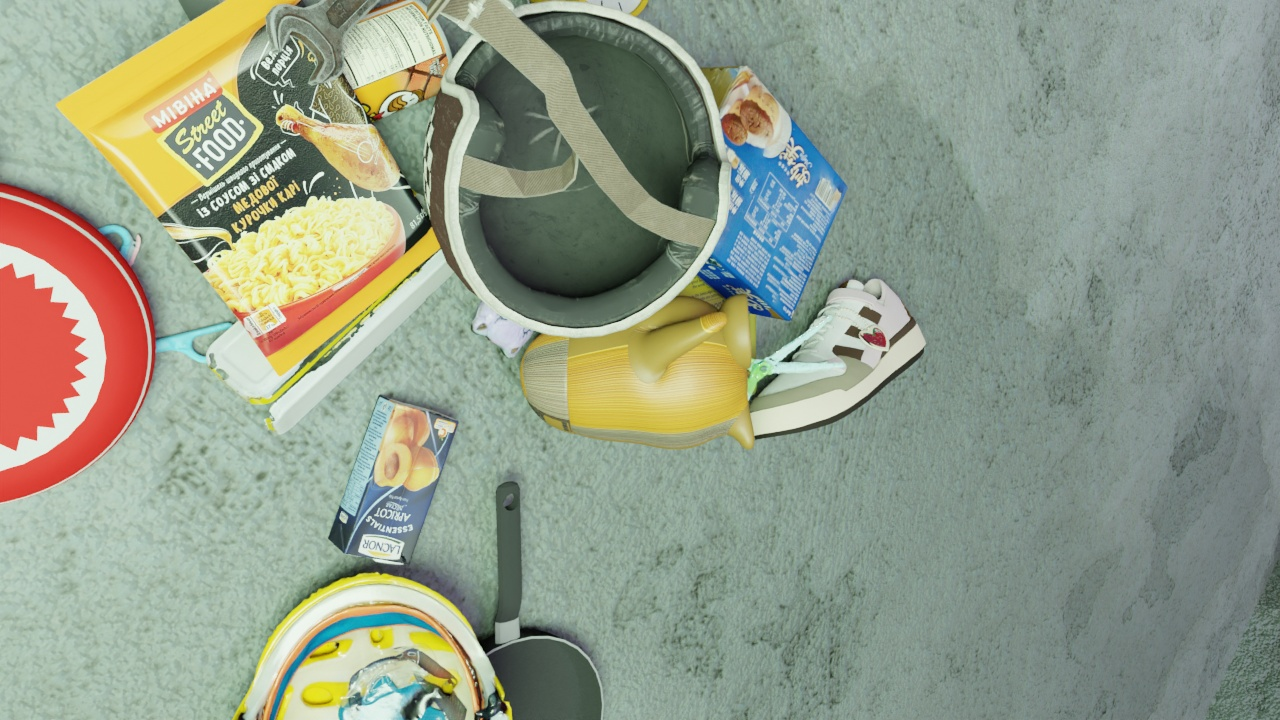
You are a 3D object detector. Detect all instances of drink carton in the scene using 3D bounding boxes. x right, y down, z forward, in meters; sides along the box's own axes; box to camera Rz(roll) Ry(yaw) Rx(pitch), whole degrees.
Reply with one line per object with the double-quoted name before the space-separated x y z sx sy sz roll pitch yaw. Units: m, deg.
"drink carton" -0.207 0.101 0.765 0.064 0.040 0.130 21 86 -38

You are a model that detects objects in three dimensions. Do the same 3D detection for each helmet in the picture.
"helmet" -0.053 -0.139 0.660 0.233 0.253 0.234 12 119 -17
"helmet" -0.208 0.305 0.732 0.209 0.140 0.239 -4 62 -10

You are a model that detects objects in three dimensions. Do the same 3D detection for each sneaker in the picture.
"sneaker" 0.213 -0.013 1.028 0.293 0.112 0.116 -28 96 -36

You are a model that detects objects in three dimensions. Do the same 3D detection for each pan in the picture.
"pan" -0.128 0.281 0.860 0.203 0.044 0.356 -8 104 -37
"pan" -0.411 -0.079 0.558 0.208 0.067 0.356 -1 102 -33

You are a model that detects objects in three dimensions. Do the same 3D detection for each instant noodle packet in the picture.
"instant noodle packet" -0.239 -0.117 0.612 0.159 0.032 0.221 -44 133 -22

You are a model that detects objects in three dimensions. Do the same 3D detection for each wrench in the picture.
"wrench" -0.170 -0.281 0.635 0.070 0.010 0.272 56 44 -37

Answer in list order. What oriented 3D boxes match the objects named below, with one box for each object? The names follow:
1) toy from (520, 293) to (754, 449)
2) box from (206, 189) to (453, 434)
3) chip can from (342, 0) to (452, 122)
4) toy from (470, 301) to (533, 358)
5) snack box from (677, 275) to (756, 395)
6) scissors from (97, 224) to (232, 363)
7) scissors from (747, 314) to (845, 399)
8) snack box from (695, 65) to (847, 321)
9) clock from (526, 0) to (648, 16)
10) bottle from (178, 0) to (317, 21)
"toy" -0.005 0.005 0.826 0.199 0.203 0.162 80 8 -67
"box" -0.234 -0.045 0.712 0.080 0.080 0.209 42 68 -4
"chip can" -0.243 -0.189 0.654 0.214 0.075 0.075 -34 118 -28
"toy" -0.102 -0.051 0.818 0.080 0.036 0.099 42 72 -43
"snack box" 0.066 -0.036 0.948 0.121 0.045 0.181 -18 113 -37
"scissors" -0.350 -0.024 0.648 0.135 0.015 0.135 6 101 -37
"scissors" 0.118 0.003 0.911 0.170 0.028 0.139 -37 114 6
"snack box" 0.096 -0.151 0.859 0.202 0.069 0.155 33 79 -45
"clock" -0.046 -0.332 0.786 0.113 0.052 0.151 42 63 -34
"bottle" -0.226 -0.272 0.647 0.173 0.084 0.046 -37 120 -27
